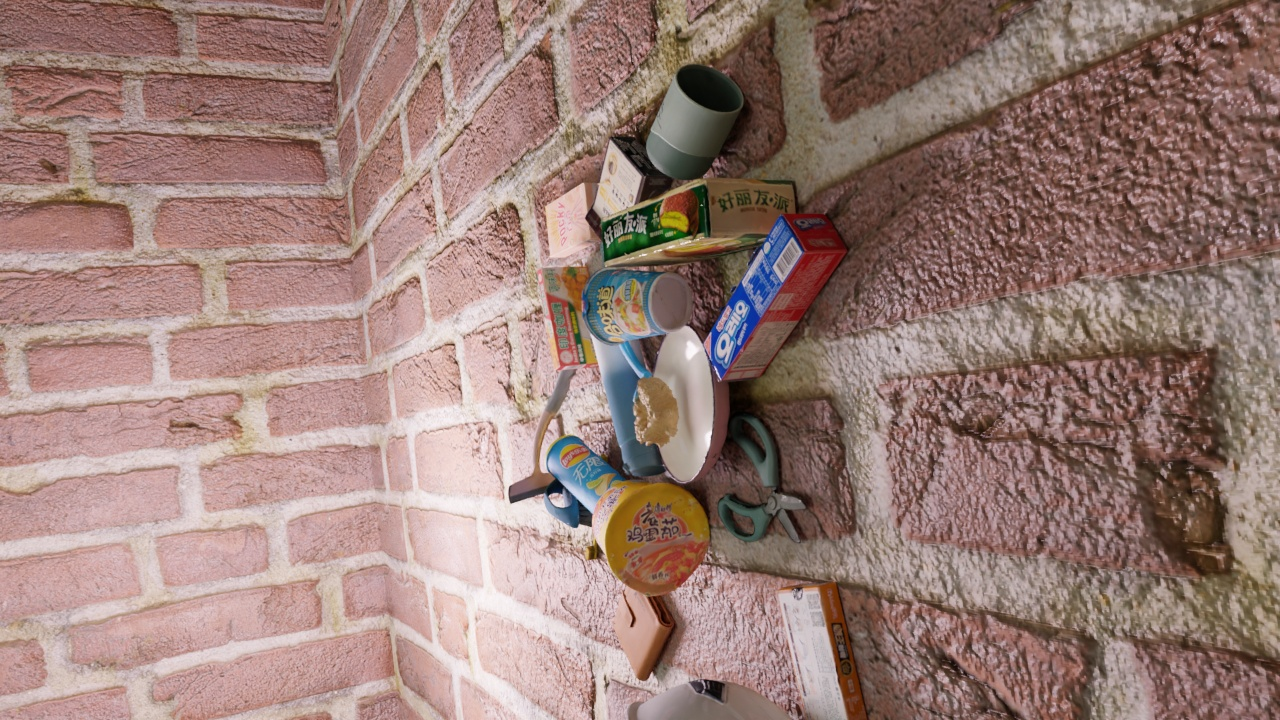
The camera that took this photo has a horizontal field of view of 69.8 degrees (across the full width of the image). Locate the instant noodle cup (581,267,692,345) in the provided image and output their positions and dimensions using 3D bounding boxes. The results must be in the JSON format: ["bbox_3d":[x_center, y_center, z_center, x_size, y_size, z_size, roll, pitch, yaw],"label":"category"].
[{"bbox_3d":[0.000,-0.066,1.098,0.110,0.099,0.099,1,96,47],"label":"instant noodle cup"}]

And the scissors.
[{"bbox_3d":[0.130,0.131,1.037,0.171,0.019,0.181,-17,79,63],"label":"scissors"}]

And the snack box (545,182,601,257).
[{"bbox_3d":[-0.102,-0.212,1.401,0.157,0.026,0.084,-10,86,62],"label":"snack box"}]

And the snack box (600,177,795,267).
[{"bbox_3d":[0.057,-0.147,1.020,0.240,0.114,0.063,-5,90,62],"label":"snack box"}]

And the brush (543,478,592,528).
[{"bbox_3d":[-0.113,0.215,1.420,0.144,0.073,0.055,-124,34,-71],"label":"brush"}]

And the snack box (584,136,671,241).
[{"bbox_3d":[-0.019,-0.215,1.214,0.113,0.053,0.126,56,142,42],"label":"snack box"}]

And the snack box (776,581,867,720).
[{"bbox_3d":[0.188,0.310,0.951,0.075,0.026,0.153,-30,69,59],"label":"snack box"}]

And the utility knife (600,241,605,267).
[{"bbox_3d":[-0.040,-0.071,1.317,0.031,0.022,0.212,-19,85,60],"label":"utility knife"}]

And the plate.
[{"bbox_3d":[0.064,0.051,1.104,0.193,0.039,0.192,180,90,-69],"label":"plate"}]

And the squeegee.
[{"bbox_3d":[-0.137,0.088,1.436,0.247,0.040,0.249,9,-81,-76],"label":"squeegee"}]

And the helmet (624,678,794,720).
[{"bbox_3d":[0.115,0.439,0.953,0.157,0.230,0.274,-38,47,8],"label":"helmet"}]

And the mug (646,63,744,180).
[{"bbox_3d":[0.060,-0.274,1.039,0.107,0.082,0.111,118,168,-48],"label":"mug"}]

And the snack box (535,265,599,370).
[{"bbox_3d":[-0.105,-0.065,1.379,0.027,0.077,0.155,-32,67,59],"label":"snack box"}]

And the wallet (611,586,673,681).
[{"bbox_3d":[0.001,0.378,1.315,0.107,0.031,0.132,56,140,39],"label":"wallet"}]

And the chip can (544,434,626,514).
[{"bbox_3d":[-0.060,0.183,1.328,0.210,0.071,0.071,34,125,49],"label":"chip can"}]

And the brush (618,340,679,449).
[{"bbox_3d":[-0.007,0.007,1.162,0.083,0.045,0.254,107,150,-43],"label":"brush"}]

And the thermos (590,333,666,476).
[{"bbox_3d":[-0.012,0.049,1.231,0.070,0.070,0.220,-51,49,53],"label":"thermos"}]

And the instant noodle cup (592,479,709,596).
[{"bbox_3d":[0.004,0.216,1.177,0.110,0.138,0.138,-171,77,-70],"label":"instant noodle cup"}]

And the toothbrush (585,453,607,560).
[{"bbox_3d":[-0.069,0.232,1.430,0.016,0.016,0.190,42,131,53],"label":"toothbrush"}]

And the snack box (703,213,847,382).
[{"bbox_3d":[0.133,-0.060,0.953,0.057,0.058,0.208,66,147,31],"label":"snack box"}]

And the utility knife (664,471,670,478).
[{"bbox_3d":[0.002,0.108,1.276,0.170,0.015,0.033,48,141,47],"label":"utility knife"}]
